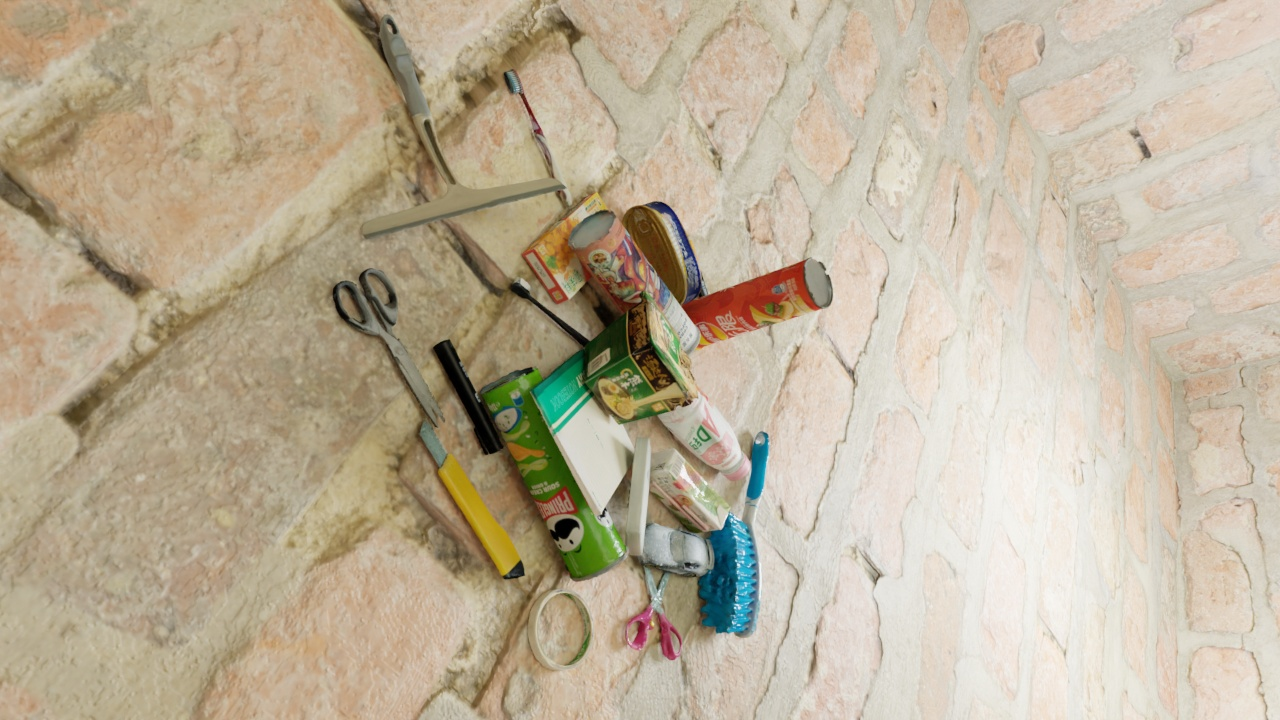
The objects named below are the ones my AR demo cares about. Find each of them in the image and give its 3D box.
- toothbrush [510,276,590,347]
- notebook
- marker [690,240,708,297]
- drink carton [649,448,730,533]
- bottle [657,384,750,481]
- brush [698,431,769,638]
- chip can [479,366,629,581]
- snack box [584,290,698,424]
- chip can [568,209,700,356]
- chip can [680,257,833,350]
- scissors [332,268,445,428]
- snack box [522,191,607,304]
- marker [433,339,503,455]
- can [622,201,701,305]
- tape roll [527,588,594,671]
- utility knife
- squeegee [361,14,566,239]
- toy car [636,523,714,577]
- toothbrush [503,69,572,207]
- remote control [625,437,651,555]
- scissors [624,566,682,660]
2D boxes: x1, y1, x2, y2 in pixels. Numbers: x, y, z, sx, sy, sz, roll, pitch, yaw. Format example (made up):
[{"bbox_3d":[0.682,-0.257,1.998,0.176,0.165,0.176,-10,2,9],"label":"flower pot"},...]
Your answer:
[{"bbox_3d":[-0.089,-0.042,1.117,0.181,0.016,0.018,41,40,-29],"label":"toothbrush"},{"bbox_3d":[-0.060,0.074,1.039,0.150,0.012,0.208,63,15,-6],"label":"notebook"},{"bbox_3d":[0.086,-0.117,1.336,0.018,0.015,0.124,-19,91,-45],"label":"marker"},{"bbox_3d":[0.055,0.169,1.164,0.122,0.054,0.045,49,47,-23],"label":"drink carton"},{"bbox_3d":[0.077,0.087,1.214,0.197,0.068,0.068,49,45,-29],"label":"bottle"},{"bbox_3d":[0.136,0.220,1.238,0.109,0.061,0.313,34,50,-41],"label":"brush"},{"bbox_3d":[-0.095,0.123,1.006,0.072,0.072,0.236,-32,99,-48],"label":"chip can"},{"bbox_3d":[-0.007,0.006,1.097,0.117,0.106,0.118,54,16,-30],"label":"snack box"},{"bbox_3d":[-0.006,-0.089,1.155,0.215,0.071,0.071,51,44,-35],"label":"chip can"},{"bbox_3d":[0.149,-0.073,1.234,0.073,0.217,0.073,21,61,-45],"label":"chip can"},{"bbox_3d":[-0.243,-0.016,0.938,0.173,0.014,0.140,33,51,-33],"label":"scissors"},{"bbox_3d":[-0.080,-0.144,1.157,0.077,0.027,0.155,57,43,-18],"label":"snack box"},{"bbox_3d":[-0.184,0.040,0.980,0.022,0.020,0.132,-28,99,-19],"label":"marker"},{"bbox_3d":[0.030,-0.143,1.241,0.049,0.075,0.148,-28,97,-51],"label":"can"},{"bbox_3d":[-0.085,0.291,0.994,0.085,0.014,0.085,20,61,-42],"label":"tape roll"},{"bbox_3d":[-0.176,0.146,0.950,0.197,0.015,0.033,60,35,-9],"label":"utility knife"},{"bbox_3d":[-0.240,-0.268,1.023,0.245,0.039,0.246,-22,86,-32],"label":"squeegee"},{"bbox_3d":[0.043,0.234,1.135,0.120,0.037,0.054,21,53,-38],"label":"toy car"},{"bbox_3d":[-0.130,-0.281,1.165,0.017,0.016,0.187,-27,96,-41],"label":"toothbrush"},{"bbox_3d":[-0.003,0.159,1.078,0.056,0.019,0.134,85,9,-51],"label":"remote control"},{"bbox_3d":[0.023,0.302,1.108,0.124,0.017,0.133,48,42,-19],"label":"scissors"}]
